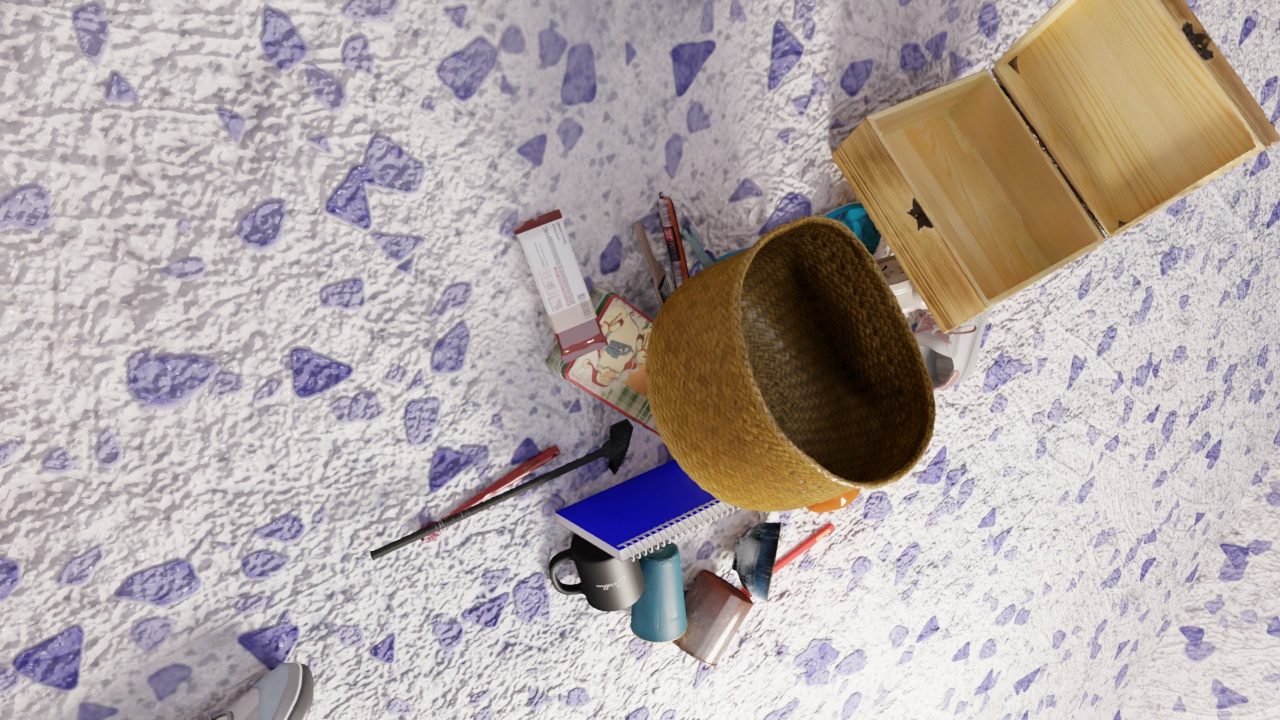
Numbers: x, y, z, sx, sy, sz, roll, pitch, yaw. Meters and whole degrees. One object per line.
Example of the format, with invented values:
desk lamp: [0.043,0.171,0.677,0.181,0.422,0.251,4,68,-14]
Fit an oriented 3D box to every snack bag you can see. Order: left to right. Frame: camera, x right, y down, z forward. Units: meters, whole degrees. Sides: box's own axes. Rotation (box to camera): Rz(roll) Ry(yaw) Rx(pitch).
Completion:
snack bag: [-0.086,-0.079,0.987,0.057,0.013,0.158,-24,104,-17]

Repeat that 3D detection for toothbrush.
toothbrush: [-0.172,0.154,1.058,0.189,0.016,0.016,-32,128,-20]
toothbrush: [0.224,0.314,1.415,0.212,0.018,0.012,-31,125,-21]

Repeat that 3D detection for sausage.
sausage: [0.042,-0.128,1.083,0.020,0.020,0.155,-29,125,-22]

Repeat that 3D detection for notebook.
notebook: [0.026,0.172,1.109,0.208,0.172,0.022,-21,107,-27]

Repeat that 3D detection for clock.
clock: [0.361,-0.095,1.238,0.103,0.157,0.061,-31,115,-21]

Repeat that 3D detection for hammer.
hammer: [-0.152,0.157,1.048,0.324,0.015,0.095,-22,147,-27]

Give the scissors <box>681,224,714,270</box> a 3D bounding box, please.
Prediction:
scissors: [0.092,-0.111,1.105,0.076,0.015,0.141,-24,124,-2]

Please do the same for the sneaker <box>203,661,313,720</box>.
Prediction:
sneaker: [-0.465,0.382,0.915,0.256,0.093,0.160,-48,121,-10]

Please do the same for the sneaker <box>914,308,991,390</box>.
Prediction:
sneaker: [0.453,-0.052,1.362,0.089,0.099,0.236,-31,129,-39]

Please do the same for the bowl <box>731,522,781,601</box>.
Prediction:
bowl: [0.165,0.284,1.321,0.114,0.061,0.114,11,89,-81]

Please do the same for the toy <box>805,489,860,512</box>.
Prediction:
toy: [0.280,0.156,1.336,0.112,0.096,0.176,-38,155,-16]

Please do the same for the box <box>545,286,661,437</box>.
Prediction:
box: [-0.006,0.006,1.090,0.205,0.051,0.117,36,89,-41]

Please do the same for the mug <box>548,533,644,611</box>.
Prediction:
mug: [-0.058,0.262,1.159,0.113,0.078,0.088,-14,121,-1]

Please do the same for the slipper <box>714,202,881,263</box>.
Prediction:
slipper: [0.213,-0.119,1.183,0.294,0.060,0.118,-20,125,-25]

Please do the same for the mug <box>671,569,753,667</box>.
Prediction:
mug: [0.102,0.367,1.315,0.110,0.096,0.123,-53,161,1]

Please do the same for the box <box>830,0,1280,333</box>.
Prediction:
box: [0.472,-0.255,1.073,0.285,0.337,0.279,-26,79,-27]

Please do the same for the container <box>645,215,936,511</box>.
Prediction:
container: [0.152,0.017,1.009,0.306,0.197,0.306,18,60,-35]

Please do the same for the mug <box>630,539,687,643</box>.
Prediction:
mug: [0.023,0.306,1.235,0.078,0.078,0.121,-14,113,-31]

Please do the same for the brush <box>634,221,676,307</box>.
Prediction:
brush: [0.024,-0.101,1.068,0.049,0.015,0.136,-69,141,-55]
